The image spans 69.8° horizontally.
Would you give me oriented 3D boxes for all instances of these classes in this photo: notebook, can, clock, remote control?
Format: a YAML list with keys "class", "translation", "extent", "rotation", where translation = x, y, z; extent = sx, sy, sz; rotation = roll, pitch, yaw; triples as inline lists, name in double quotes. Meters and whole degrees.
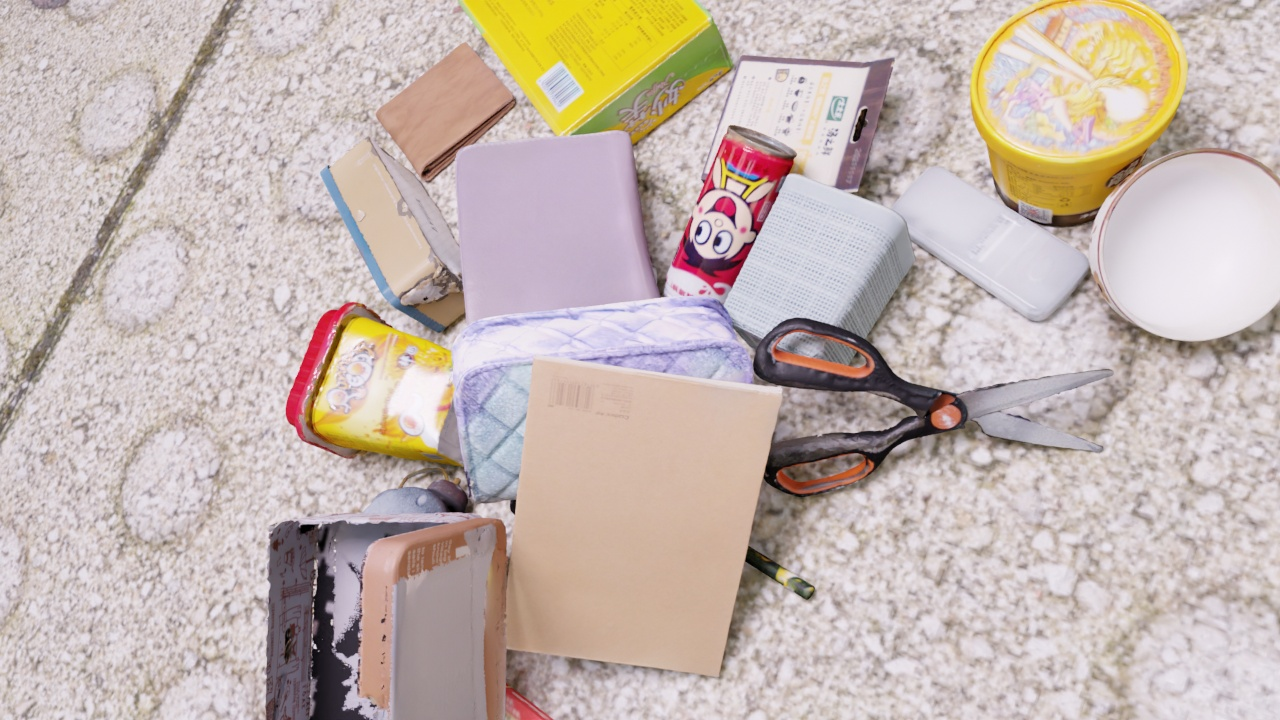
- class: "notebook"
  translation: [-0.005, 0.104, 0.577]
  extent: [0.149, 0.012, 0.212]
  rotation: [8, 111, -2]
- class: "can"
  translation: [0.062, -0.099, 0.667]
  extent: [0.053, 0.053, 0.133]
  rotation: [36, 117, 28]
- class: "clock"
  translation: [-0.173, 0.133, 0.702]
  extent: [0.082, 0.055, 0.121]
  rotation: [-12, 51, 12]
- class: "remote control"
  translation: [0.241, -0.084, 0.642]
  extent: [0.056, 0.020, 0.136]
  rotation: [-48, 62, -1]

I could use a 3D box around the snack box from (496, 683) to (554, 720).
- class: "snack box"
  translation: [-0.140, 0.254, 0.668]
  extent: [0.153, 0.025, 0.075]
  rotation: [26, 82, 27]

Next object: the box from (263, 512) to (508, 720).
- class: "box"
  translation: [-0.160, 0.187, 0.548]
  extent: [0.157, 0.193, 0.183]
  rotation: [-1, 84, 4]

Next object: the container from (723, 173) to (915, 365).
- class: "container"
  translation: [0.123, -0.052, 0.641]
  extent: [0.090, 0.090, 0.111]
  rotation: [27, 86, 27]

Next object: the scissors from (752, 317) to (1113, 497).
- class: "scissors"
  translation: [0.171, 0.028, 0.584]
  extent: [0.222, 0.211, 0.021]
  rotation: [-34, 20, 26]

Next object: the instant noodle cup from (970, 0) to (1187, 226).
- class: "instant noodle cup"
  translation: [0.279, -0.153, 0.599]
  extent: [0.119, 0.114, 0.118]
  rotation: [-7, 69, 18]

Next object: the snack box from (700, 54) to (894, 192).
- class: "snack box"
  translation: [0.122, -0.173, 0.702]
  extent: [0.126, 0.053, 0.113]
  rotation: [13, 77, 24]

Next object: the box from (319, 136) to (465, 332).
- class: "box"
  translation: [-0.207, -0.113, 0.791]
  extent: [0.060, 0.090, 0.184]
  rotation: [-39, 60, 6]

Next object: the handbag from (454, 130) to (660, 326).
- class: "handbag"
  translation: [-0.062, -0.075, 0.704]
  extent: [0.145, 0.098, 0.196]
  rotation: [-11, 59, 1]

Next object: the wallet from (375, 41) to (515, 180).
- class: "wallet"
  translation: [-0.185, -0.237, 0.865]
  extent: [0.115, 0.020, 0.101]
  rotation: [-39, 62, 2]

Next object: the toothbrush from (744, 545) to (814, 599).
- class: "toothbrush"
  translation: [0.044, 0.114, 0.654]
  extent: [0.186, 0.012, 0.017]
  rotation: [29, 79, 27]

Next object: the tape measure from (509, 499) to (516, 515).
- class: "tape measure"
  translation: [-0.065, 0.086, 0.688]
  extent: [0.066, 0.033, 0.066]
  rotation: [-12, 68, 30]

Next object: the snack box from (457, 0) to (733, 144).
- class: "snack box"
  translation: [-0.043, -0.287, 0.797]
  extent: [0.158, 0.070, 0.210]
  rotation: [-37, 62, 6]

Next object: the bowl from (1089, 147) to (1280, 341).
- class: "bowl"
  translation: [0.333, -0.071, 0.568]
  extent: [0.113, 0.062, 0.113]
  rotation: [1, 98, 8]

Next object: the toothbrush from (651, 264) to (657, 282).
- class: "toothbrush"
  translation: [-0.004, 0.004, 0.702]
  extent: [0.016, 0.016, 0.179]
  rotation: [1, 67, 17]

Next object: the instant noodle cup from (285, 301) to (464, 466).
- class: "instant noodle cup"
  translation: [-0.192, 0.028, 0.728]
  extent: [0.124, 0.116, 0.116]
  rotation: [14, 76, 13]

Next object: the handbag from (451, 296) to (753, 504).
- class: "handbag"
  translation: [-0.024, 0.028, 0.612]
  extent: [0.194, 0.134, 0.075]
  rotation: [-5, 37, -7]
